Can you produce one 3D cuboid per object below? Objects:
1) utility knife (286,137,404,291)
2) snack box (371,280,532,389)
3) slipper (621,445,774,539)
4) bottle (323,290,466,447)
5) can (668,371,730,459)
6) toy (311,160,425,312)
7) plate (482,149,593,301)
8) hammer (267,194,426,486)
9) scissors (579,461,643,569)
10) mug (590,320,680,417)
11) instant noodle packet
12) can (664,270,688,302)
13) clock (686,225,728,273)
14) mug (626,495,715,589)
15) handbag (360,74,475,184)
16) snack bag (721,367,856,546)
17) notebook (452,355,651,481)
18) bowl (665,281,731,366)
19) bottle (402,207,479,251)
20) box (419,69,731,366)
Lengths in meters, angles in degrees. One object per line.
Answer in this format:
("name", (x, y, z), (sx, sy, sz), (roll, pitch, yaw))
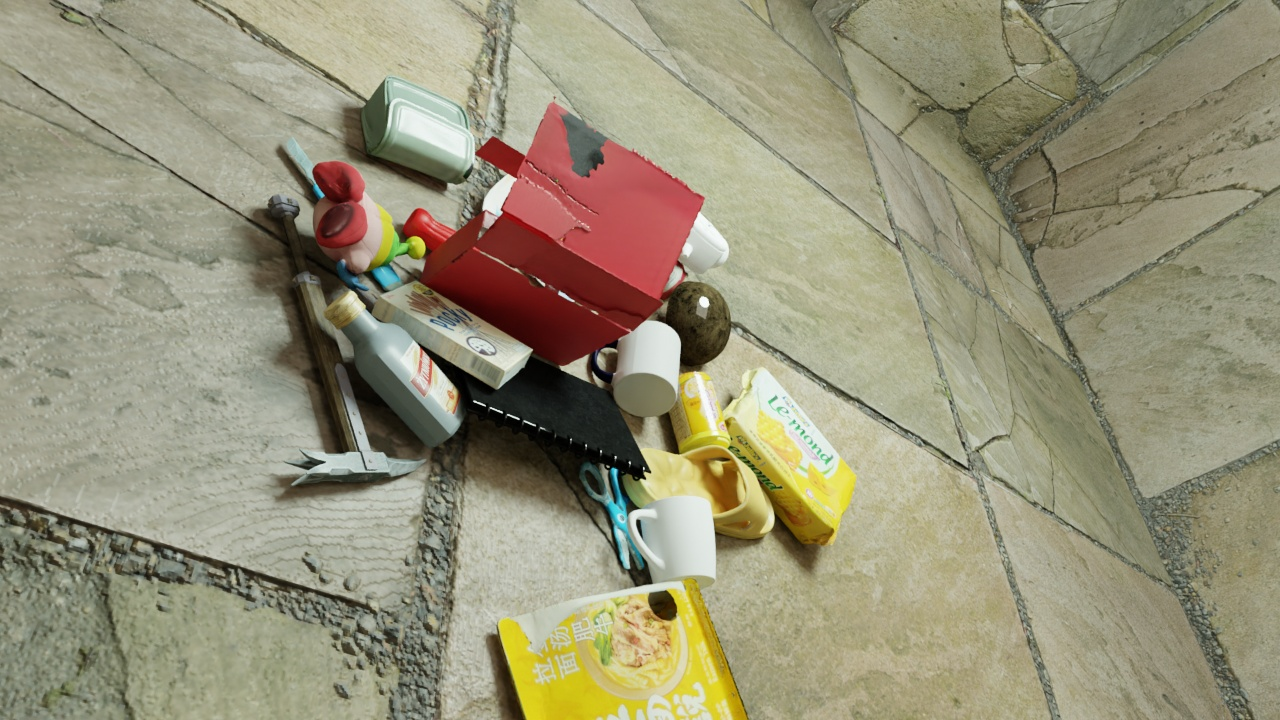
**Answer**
("utility knife", (-0.318, -0.154, 0.984), (0.209, 0.015, 0.031), (56, 33, 0))
("snack box", (-0.192, -0.029, 0.947), (0.150, 0.026, 0.081), (31, 22, 3))
("slipper", (0.090, 0.152, 1.127), (0.263, 0.079, 0.099), (18, 43, -43))
("bottle", (-0.234, 0.005, 0.876), (0.161, 0.046, 0.072), (52, 19, -21))
("can", (0.072, 0.072, 1.188), (0.067, 0.068, 0.105), (17, 47, -41))
("toy", (-0.276, -0.124, 0.932), (0.097, 0.131, 0.124), (-15, 66, -7))
("plate", (-0.100, -0.181, 1.206), (0.187, 0.016, 0.186), (47, 60, -7))
("hammer", (-0.302, -0.029, 0.877), (0.146, 0.028, 0.316), (9, 52, -55))
("scissors", (-0.018, 0.175, 1.038), (0.090, 0.014, 0.141), (1, 56, -52))
("mug", (-0.007, 0.007, 1.159), (0.112, 0.079, 0.096), (13, 43, -5))
("instant noodle packet", (-0.020, 0.305, 0.866), (0.221, 0.084, 0.163), (3, 54, -40))
("can", (-0.011, -0.156, 1.302), (0.170, 0.067, 0.067), (39, 36, -19))
("clock", (0.071, -0.192, 1.334), (0.125, 0.073, 0.160), (49, 16, 15))
("mug", (0.031, 0.202, 1.009), (0.114, 0.081, 0.087), (18, 52, -37))
("handbag", (-0.267, -0.277, 1.114), (0.121, 0.067, 0.106), (16, 49, -41))
("snack bag", (0.201, 0.138, 1.279), (0.247, 0.068, 0.159), (50, 33, -3))
("notebook", (-0.101, 0.046, 1.002), (0.231, 0.019, 0.169), (26, 20, -33))
("bowl", (0.092, -0.053, 1.290), (0.121, 0.056, 0.121), (3, 86, -54))
("bottle", (-0.216, -0.130, 1.063), (0.119, 0.036, 0.036), (34, 38, -26))
("box", (-0.071, -0.120, 0.979), (0.211, 0.316, 0.123), (27, 32, -31))
